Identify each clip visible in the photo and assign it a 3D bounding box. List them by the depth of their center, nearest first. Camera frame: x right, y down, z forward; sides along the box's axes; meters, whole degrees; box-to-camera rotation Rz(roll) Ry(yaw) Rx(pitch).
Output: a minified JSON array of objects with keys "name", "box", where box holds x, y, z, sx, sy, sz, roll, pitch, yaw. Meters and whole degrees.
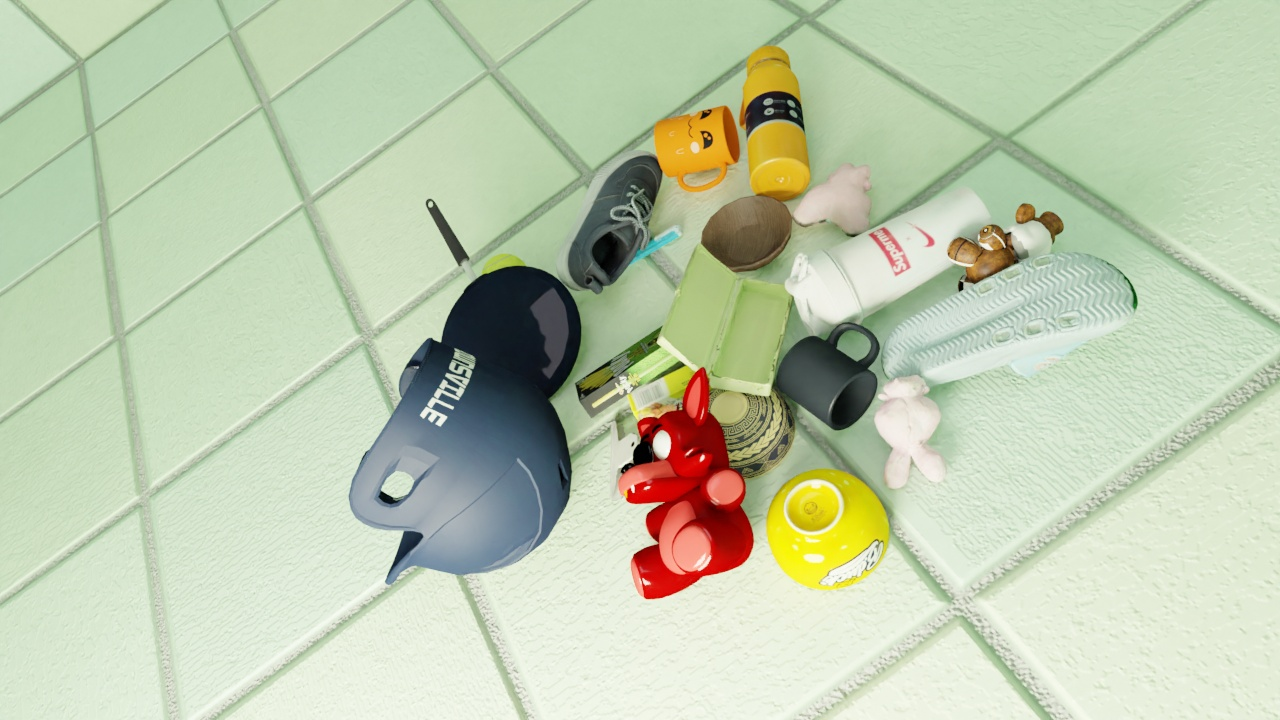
[{"name":"clip","box":[-0.010,0.107,1.039,0.054,0.040,0.101,-26,48,33]}]

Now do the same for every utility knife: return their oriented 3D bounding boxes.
[{"name":"utility knife","box":[0.001,-0.144,1.212,0.124,0.015,0.022,-30,37,7]}]

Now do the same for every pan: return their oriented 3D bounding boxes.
[{"name":"pan","box":[-0.209,-0.088,1.201,0.199,0.021,0.356,-37,66,8]}]

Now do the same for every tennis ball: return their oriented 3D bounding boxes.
[{"name":"tennis ball","box":[-0.183,-0.113,1.246,0.065,0.065,0.065,-13,53,18]}]

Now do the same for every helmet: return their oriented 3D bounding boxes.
[{"name":"helmet","box":[-0.193,0.130,0.992,0.273,0.223,0.231,-49,18,25]}]

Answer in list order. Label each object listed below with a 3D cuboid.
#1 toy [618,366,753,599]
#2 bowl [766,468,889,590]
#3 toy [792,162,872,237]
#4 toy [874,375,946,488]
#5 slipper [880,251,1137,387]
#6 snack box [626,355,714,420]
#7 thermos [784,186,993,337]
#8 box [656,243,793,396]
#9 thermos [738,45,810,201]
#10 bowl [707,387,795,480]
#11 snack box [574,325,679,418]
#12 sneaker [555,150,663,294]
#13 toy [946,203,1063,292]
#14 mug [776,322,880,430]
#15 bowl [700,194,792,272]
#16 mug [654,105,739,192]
[{"name":"toy","box":[0.040,0.127,0.916,0.120,0.159,0.197,0,65,-25]},{"name":"bowl","box":[0.174,0.153,0.881,0.117,0.067,0.117,-13,52,18]},{"name":"toy","box":[0.241,-0.196,1.101,0.099,0.052,0.095,19,75,37]},{"name":"toy","box":[0.266,0.071,0.909,0.064,0.047,0.110,-7,69,18]},{"name":"slipper","box":[0.362,-0.029,0.917,0.246,0.074,0.103,-23,47,31]},{"name":"snack box","box":[0.059,0.027,1.044,0.148,0.040,0.029,-27,51,8]},{"name":"thermos","box":[0.269,-0.110,1.005,0.220,0.099,0.099,-28,50,1]},{"name":"box","box":[0.097,-0.044,1.015,0.141,0.047,0.187,25,42,-4]},{"name":"thermos","box":[0.168,-0.316,1.208,0.092,0.076,0.232,-14,53,21]},{"name":"bowl","box":[0.103,0.065,0.982,0.113,0.061,0.112,-13,53,18]},{"name":"snack box","box":[-0.006,0.006,1.075,0.147,0.025,0.080,-33,15,2]},{"name":"sneaker","box":[-0.024,-0.184,1.191,0.087,0.089,0.235,4,59,47]},{"name":"toy","box":[0.385,-0.115,0.956,0.112,0.087,0.067,-37,33,-10]},{"name":"mug","box":[0.204,0.009,0.958,0.077,0.071,0.105,40,97,40]},{"name":"bowl","box":[0.135,-0.151,1.138,0.118,0.030,0.117,-13,53,18]},{"name":"mug","box":[0.077,-0.278,1.232,0.096,0.077,0.112,-8,74,21]}]
